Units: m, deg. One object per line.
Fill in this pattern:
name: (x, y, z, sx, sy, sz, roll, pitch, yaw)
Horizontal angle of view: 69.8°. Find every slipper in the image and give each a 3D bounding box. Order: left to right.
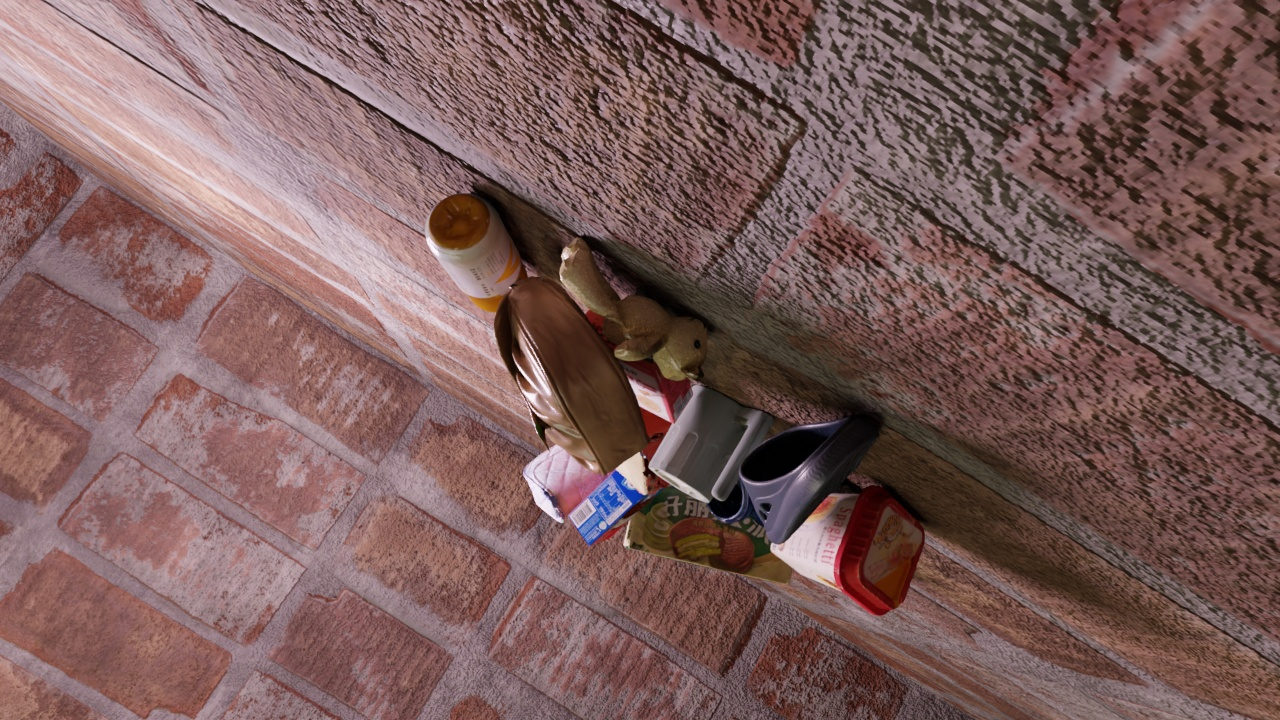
slipper: (0.126, 0.159, 1.153, 0.105, 0.095, 0.253, 23, 162, 45)
slipper: (0.150, 0.096, 0.861, 0.083, 0.110, 0.268, 46, 166, 15)

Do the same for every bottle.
bottle: (-0.149, -0.092, 0.882, 0.068, 0.068, 0.190, 29, 167, 14)

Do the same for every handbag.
handbag: (-0.065, 0.022, 0.848, 0.147, 0.099, 0.205, 53, 171, 31)
handbag: (-0.073, 0.151, 1.359, 0.134, 0.193, 0.075, 24, 142, 54)

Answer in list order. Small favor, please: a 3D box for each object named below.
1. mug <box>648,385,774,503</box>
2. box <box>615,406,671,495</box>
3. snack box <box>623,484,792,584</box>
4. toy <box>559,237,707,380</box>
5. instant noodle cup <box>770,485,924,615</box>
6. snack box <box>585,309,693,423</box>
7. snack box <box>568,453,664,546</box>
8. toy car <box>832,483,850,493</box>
mug: (0.077, 0.093, 0.983, 0.083, 0.103, 0.124, 38, 167, -27)
box: (-0.019, 0.094, 1.136, 0.168, 0.079, 0.091, 35, 140, 51)
snack box: (0.103, 0.238, 1.309, 0.240, 0.114, 0.063, 14, 168, -3)
toy: (-0.006, -0.042, 0.776, 0.157, 0.066, 0.105, 40, -164, -15)
instant noodle cup: (0.219, 0.196, 0.985, 0.124, 0.116, 0.116, 4, 151, 50)
snack box: (-0.009, 0.000, 0.949, 0.113, 0.044, 0.127, 27, 160, 22)
snack box: (-0.008, 0.166, 1.234, 0.057, 0.208, 0.058, 52, -155, 18)
toy car: (0.192, 0.135, 1.038, 0.105, 0.031, 0.049, 34, 168, -16)
